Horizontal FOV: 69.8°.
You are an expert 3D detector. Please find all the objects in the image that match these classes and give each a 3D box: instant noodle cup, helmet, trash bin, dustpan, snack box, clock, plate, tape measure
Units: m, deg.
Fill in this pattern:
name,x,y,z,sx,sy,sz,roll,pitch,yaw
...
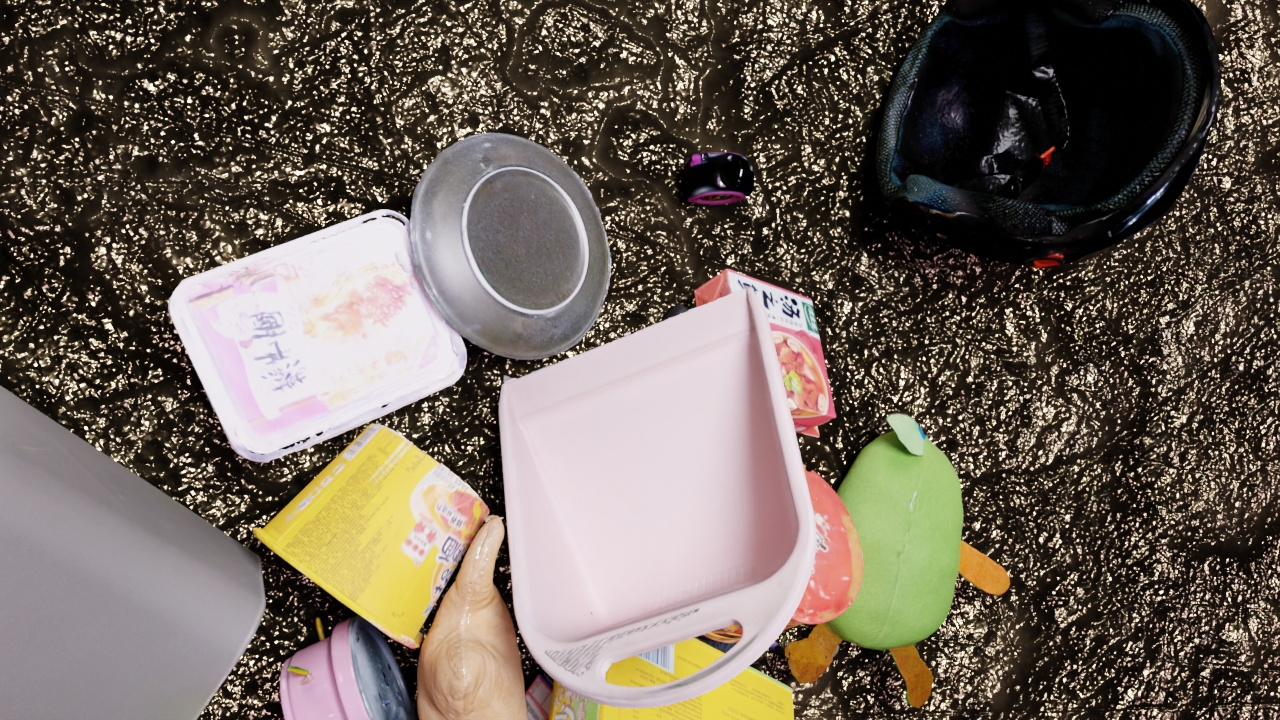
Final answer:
name,x,y,z,sx,sy,sz,roll,pitch,yaw
instant noodle cup,-0.229,-0.019,0.666,0.173,0.060,0.138,-24,99,-16
helmet,0.334,-0.192,0.756,0.229,0.275,0.233,12,96,-46
trash bin,-0.372,0.148,0.558,0.219,0.199,0.198,38,80,-23
dustpan,0.006,0.080,0.615,0.223,0.138,0.273,-24,72,12
snack box,0.028,0.299,0.700,0.210,0.070,0.157,34,40,-27
clock,-0.199,0.265,0.656,0.059,0.117,0.158,-25,97,-7
snack box,-0.110,0.351,0.713,0.057,0.058,0.207,41,78,-26
instant noodle cup,0.092,0.159,0.738,0.137,0.109,0.137,19,50,-24
snack box,0.110,-0.004,0.752,0.127,0.044,0.113,14,58,-37
plate,-0.090,-0.090,0.700,0.179,0.024,0.179,7,79,-37
instant noodle cup,-0.183,0.119,0.653,0.138,0.138,0.109,42,69,-16
tape measure,0.064,-0.154,0.767,0.058,0.057,0.039,-3,88,23

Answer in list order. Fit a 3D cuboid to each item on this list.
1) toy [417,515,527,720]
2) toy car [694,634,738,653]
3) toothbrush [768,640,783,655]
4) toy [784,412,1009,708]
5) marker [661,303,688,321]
name,x,y,z,sx,sy,sz,roll,pitch,yaw
toy,-0.118,0.225,0.648,0.082,0.144,0.226,-2,80,-17
toy car,0.042,0.224,0.777,0.120,0.037,0.054,25,96,-18
toothbrush,0.063,0.202,0.802,0.014,0.017,0.189,-46,108,-1
toy,0.219,0.174,0.814,0.227,0.090,0.246,18,82,-5
marker,-0.005,0.004,0.768,0.022,0.020,0.132,39,78,14
